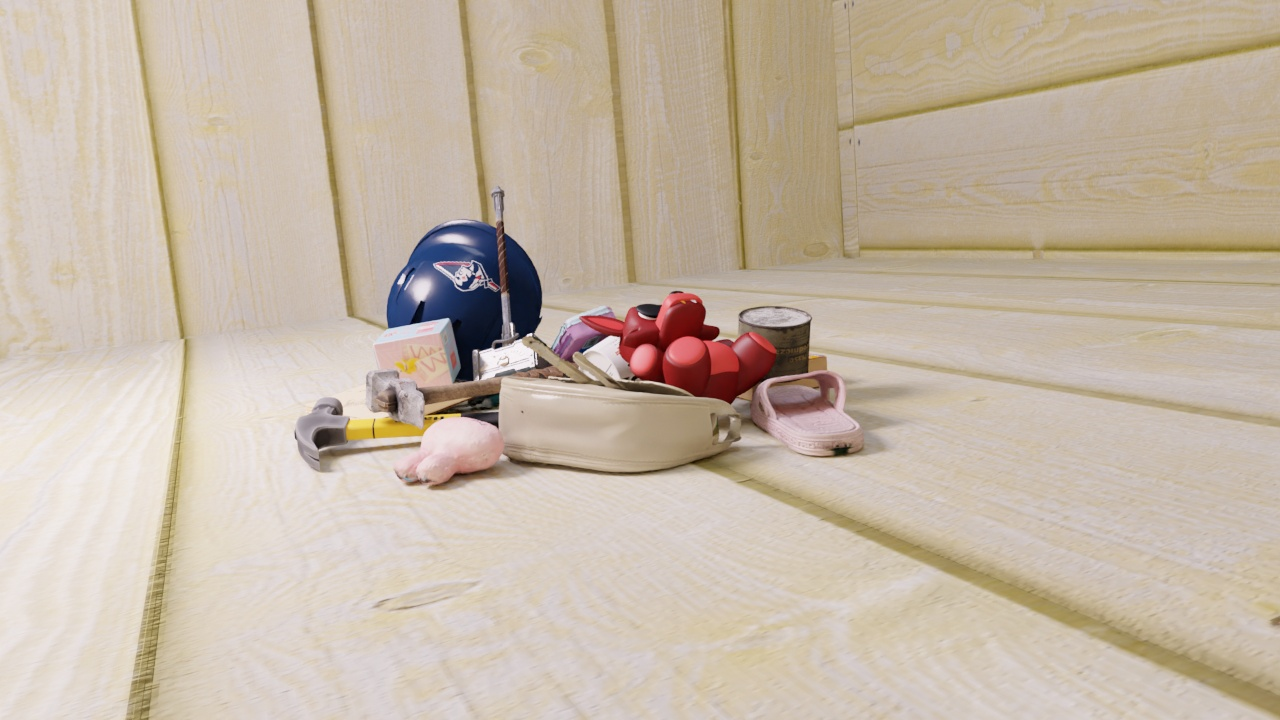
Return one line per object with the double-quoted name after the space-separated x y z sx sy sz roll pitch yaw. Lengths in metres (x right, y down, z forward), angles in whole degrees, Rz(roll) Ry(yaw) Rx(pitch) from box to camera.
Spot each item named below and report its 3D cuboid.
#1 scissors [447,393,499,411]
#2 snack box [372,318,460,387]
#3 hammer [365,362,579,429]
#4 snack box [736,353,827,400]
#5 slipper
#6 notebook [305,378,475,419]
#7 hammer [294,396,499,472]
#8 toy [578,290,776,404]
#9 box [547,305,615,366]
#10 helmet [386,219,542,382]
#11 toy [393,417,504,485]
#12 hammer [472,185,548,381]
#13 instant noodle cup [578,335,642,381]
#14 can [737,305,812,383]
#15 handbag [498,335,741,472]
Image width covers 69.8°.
-0.204 0.055 1.283 0.138 0.019 0.136 -4 8 1 "scissors"
-0.307 -0.004 1.268 0.095 0.079 0.093 -10 15 -2 "snack box"
-0.179 0.032 1.137 0.317 0.049 0.122 -8 18 -44 "hammer"
0.173 0.019 1.232 0.125 0.040 0.088 -10 10 -29 "snack box"
0.176 0.045 0.998 0.094 0.064 0.239 -6 11 -3 "slipper"
-0.351 0.055 1.286 0.167 0.024 0.226 -22 18 -39 "notebook"
-0.244 0.079 1.090 0.324 0.034 0.169 -3 17 -8 "hammer"
0.044 -0.019 1.081 0.158 0.121 0.197 -9 34 -36 "toy"
-0.093 -0.013 1.280 0.076 0.033 0.215 -19 -15 -25 "box"
-0.275 -0.083 1.418 0.232 0.273 0.222 28 19 3 "helmet"
-0.197 0.095 0.940 0.108 0.053 0.104 4 28 38 "toy"
-0.195 -0.116 1.313 0.099 0.321 0.044 -16 -25 16 "hammer"
-0.007 0.007 1.202 0.121 0.124 0.124 -24 19 -37 "instant noodle cup"
0.165 -0.020 1.140 0.090 0.075 0.089 -1 19 0 "can"
-0.031 0.041 0.971 0.183 0.132 0.229 -3 8 -38 "handbag"
